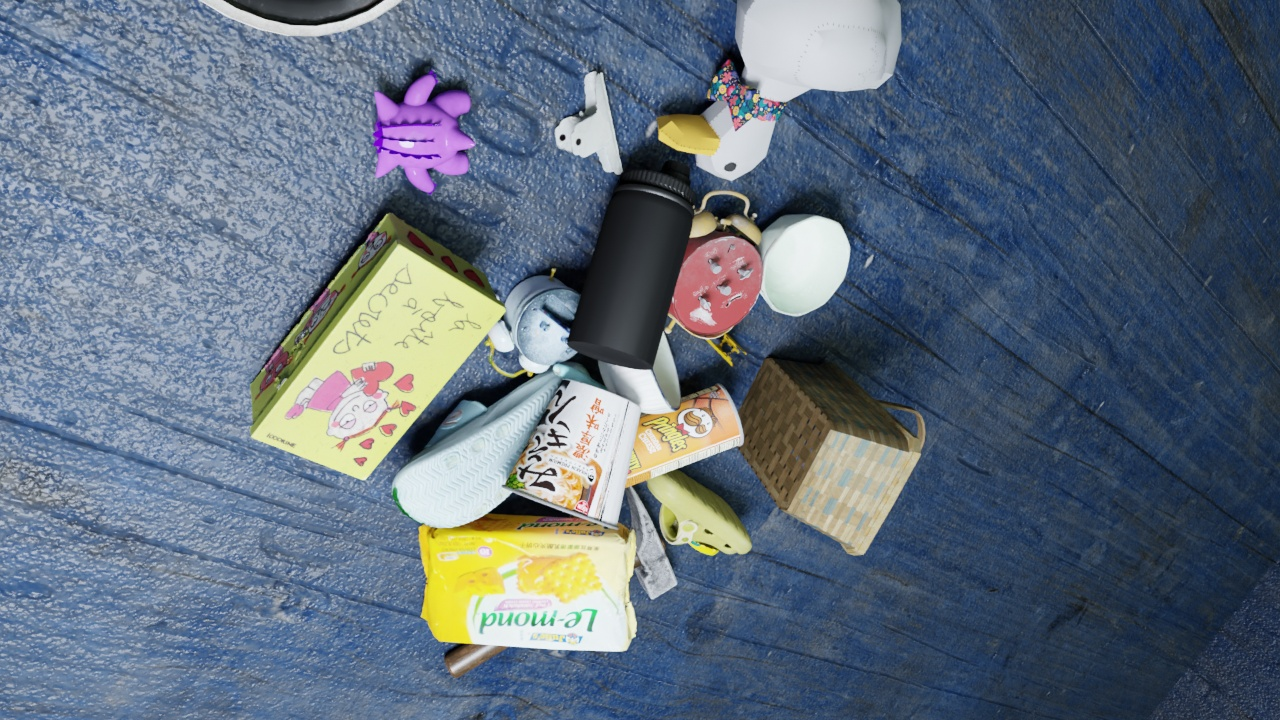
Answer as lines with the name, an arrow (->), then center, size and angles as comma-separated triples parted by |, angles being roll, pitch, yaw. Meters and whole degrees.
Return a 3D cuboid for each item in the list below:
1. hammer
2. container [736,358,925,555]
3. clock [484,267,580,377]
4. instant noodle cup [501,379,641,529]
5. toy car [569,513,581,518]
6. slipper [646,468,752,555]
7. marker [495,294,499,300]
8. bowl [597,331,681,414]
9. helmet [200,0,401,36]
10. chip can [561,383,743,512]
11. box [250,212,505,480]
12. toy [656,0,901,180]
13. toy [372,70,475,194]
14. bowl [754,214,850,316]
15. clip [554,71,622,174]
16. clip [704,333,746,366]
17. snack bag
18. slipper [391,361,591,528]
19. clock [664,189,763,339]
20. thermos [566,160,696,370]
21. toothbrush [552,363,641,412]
hammer -> -0.112, 0.267, 1.102 | 0.300, 0.037, 0.218 | -29, 127, -12
container -> 0.236, 0.108, 1.076 | 0.186, 0.249, 0.158 | 19, 106, -19
clock -> -0.104, -0.031, 0.923 | 0.117, 0.057, 0.083 | -48, 129, 2
instant noodle cup -> -0.060, 0.090, 0.919 | 0.123, 0.124, 0.121 | 27, 79, -37
toy car -> -0.063, 0.196, 1.047 | 0.038, 0.027, 0.090 | -2, 120, -14
slipper -> 0.062, 0.196, 1.129 | 0.081, 0.091, 0.190 | -47, 125, 4
marker -> -0.206, -0.056, 0.876 | 0.145, 0.017, 0.017 | -2, 117, -29
bowl -> -0.006, 0.006, 0.977 | 0.062, 0.117, 0.118 | -18, 129, 14
helmet -> -0.235, -0.321, 0.557 | 0.233, 0.253, 0.234 | -30, 152, -6
chip can -> 0.002, 0.096, 1.024 | 0.215, 0.075, 0.075 | -20, 125, -9
box -> -0.238, -0.010, 0.825 | 0.221, 0.082, 0.124 | -45, 130, 12
toy -> 0.149, -0.292, 0.878 | 0.246, 0.140, 0.268 | -6, 136, -28
toy -> -0.187, -0.192, 0.786 | 0.088, 0.056, 0.106 | -5, 117, -23
bowl -> 0.170, -0.114, 1.030 | 0.117, 0.061, 0.118 | -14, 122, -24
clip -> -0.054, -0.219, 0.876 | 0.056, 0.046, 0.102 | -26, 126, -20
clip -> 0.102, -0.018, 1.062 | 0.049, 0.054, 0.044 | -14, 143, -51
snack bag -> -0.124, 0.239, 1.012 | 0.247, 0.068, 0.160 | 4, 119, 0
slipper -> -0.151, 0.080, 0.954 | 0.244, 0.074, 0.104 | -37, 133, -27
clock -> 0.076, -0.102, 0.970 | 0.117, 0.081, 0.159 | 2, 115, -31
thermos -> -0.003, -0.098, 0.892 | 0.086, 0.086, 0.198 | 23, 78, -37
toothbrush -> -0.040, 0.033, 0.989 | 0.016, 0.016, 0.180 | -36, 148, 16
